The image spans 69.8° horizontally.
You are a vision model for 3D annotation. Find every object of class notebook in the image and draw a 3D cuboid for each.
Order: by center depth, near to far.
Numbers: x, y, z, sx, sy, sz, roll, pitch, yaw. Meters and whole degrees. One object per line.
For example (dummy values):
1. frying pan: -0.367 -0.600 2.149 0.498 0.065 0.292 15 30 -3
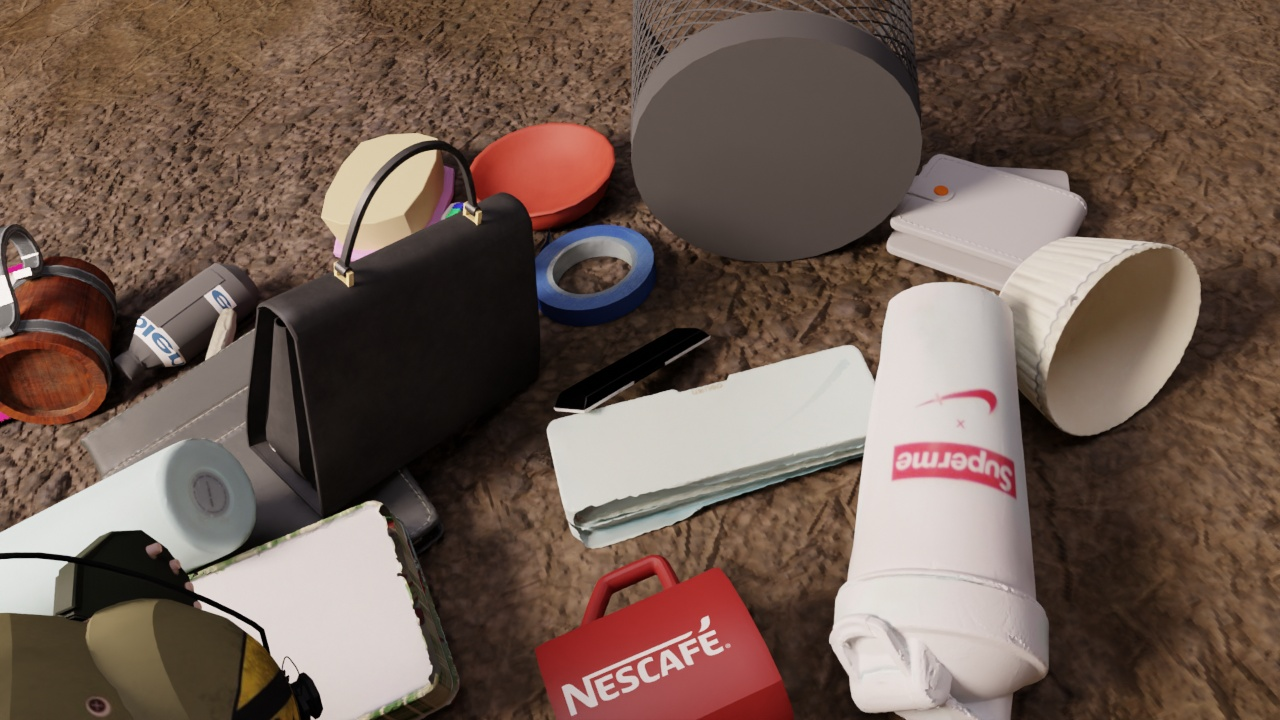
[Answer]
1. notebook: -0.239 0.074 0.576 0.169 0.029 0.209 -34 62 -16

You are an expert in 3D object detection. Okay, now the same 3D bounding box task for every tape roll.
1. tape roll: -0.035 -0.064 0.681 0.093 0.016 0.091 2 49 13

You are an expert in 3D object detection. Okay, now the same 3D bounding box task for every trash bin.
1. trash bin: 0.094 -0.219 0.667 0.218 0.218 0.226 -2 53 9

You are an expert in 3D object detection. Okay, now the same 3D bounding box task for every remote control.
1. remote control: -0.003 0.003 0.585 0.028 0.012 0.124 2 23 44

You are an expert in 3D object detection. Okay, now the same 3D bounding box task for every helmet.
1. helmet: -0.225 0.206 0.305 0.250 0.256 0.232 -24 46 -8

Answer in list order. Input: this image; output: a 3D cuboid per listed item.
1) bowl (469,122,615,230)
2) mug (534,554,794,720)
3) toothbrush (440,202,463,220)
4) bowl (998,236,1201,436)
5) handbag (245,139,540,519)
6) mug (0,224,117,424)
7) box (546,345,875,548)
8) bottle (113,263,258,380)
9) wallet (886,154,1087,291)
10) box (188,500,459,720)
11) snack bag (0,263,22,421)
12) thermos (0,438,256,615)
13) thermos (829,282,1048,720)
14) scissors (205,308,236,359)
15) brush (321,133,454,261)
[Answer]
1. bowl: -0.078 -0.144 0.748 0.122 0.035 0.121 -6 48 6
2. mug: 0.005 0.149 0.444 0.096 0.080 0.116 -22 42 -9
3. toothbrush: -0.174 -0.060 0.707 0.016 0.015 0.186 3 50 22
4. bowl: 0.254 -0.021 0.529 0.115 0.115 0.062 -27 35 -13
5. handbag: -0.133 -0.036 0.522 0.072 0.196 0.175 37 48 20
6. mug: -0.436 -0.032 0.668 0.081 0.117 0.111 -18 44 -5
7. box: 0.046 0.049 0.545 0.199 0.067 0.083 -16 29 -5
8. bottle: -0.342 -0.028 0.691 0.047 0.047 0.112 28 59 30
9. wallet: 0.247 -0.106 0.650 0.118 0.037 0.115 24 57 24
10. box: -0.207 0.163 0.476 0.205 0.050 0.117 -23 62 -10
11. snack bag: -0.520 -0.015 0.735 0.070 0.016 0.196 -22 48 -10
12. thermos: -0.314 0.111 0.511 0.207 0.065 0.077 -24 16 17
13. thermos: 0.148 0.068 0.460 0.099 0.099 0.219 3 58 14
14. scissors: -0.283 0.036 0.633 0.198 0.015 0.179 -29 58 -11
15. brush: -0.214 -0.097 0.729 0.089 0.043 0.228 0 49 11
